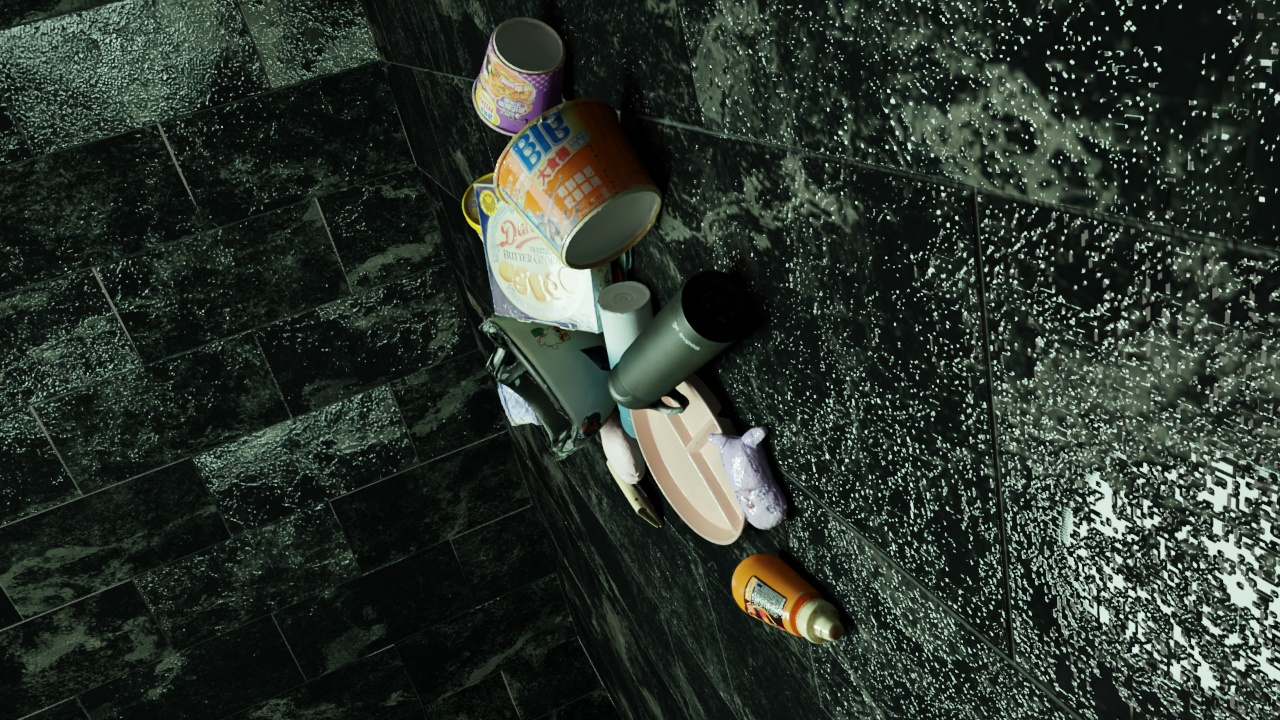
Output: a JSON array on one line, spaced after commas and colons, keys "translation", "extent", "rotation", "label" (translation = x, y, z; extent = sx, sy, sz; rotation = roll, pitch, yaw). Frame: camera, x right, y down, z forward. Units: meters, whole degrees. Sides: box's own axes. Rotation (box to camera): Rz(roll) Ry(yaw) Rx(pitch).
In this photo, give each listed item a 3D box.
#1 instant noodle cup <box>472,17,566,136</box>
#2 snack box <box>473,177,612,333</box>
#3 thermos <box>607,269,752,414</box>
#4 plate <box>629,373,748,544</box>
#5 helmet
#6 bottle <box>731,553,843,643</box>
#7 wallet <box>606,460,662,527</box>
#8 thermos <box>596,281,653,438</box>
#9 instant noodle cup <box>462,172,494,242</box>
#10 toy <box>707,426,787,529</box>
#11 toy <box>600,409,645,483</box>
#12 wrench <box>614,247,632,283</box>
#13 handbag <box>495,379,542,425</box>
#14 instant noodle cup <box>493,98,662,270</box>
[{"translation": [-0.136, -0.332, 1.061], "extent": [0.111, 0.111, 0.099], "rotation": [64, 158, 16], "label": "instant noodle cup"}, {"translation": [-0.119, -0.135, 1.146], "extent": [0.178, 0.045, 0.183], "rotation": [11, 119, 36], "label": "snack box"}, {"translation": [0.039, -0.005, 0.903], "extent": [0.090, 0.068, 0.243], "rotation": [36, 155, -3], "label": "thermos"}, {"translation": [0.057, 0.101, 1.053], "extent": [0.229, 0.028, 0.230], "rotation": [45, 149, 38], "label": "plate"}, {"translation": [-0.110, 0.007, 1.322], "extent": [0.230, 0.156, 0.275], "rotation": [49, 160, 16], "label": "helmet"}, {"translation": [0.152, 0.244, 0.923], "extent": [0.150, 0.066, 0.067], "rotation": [18, 129, 63], "label": "bottle"}, {"translation": [-0.008, 0.217, 1.478], "extent": [0.087, 0.024, 0.115], "rotation": [46, -177, -47], "label": "wallet"}, {"translation": [-0.007, 0.007, 1.140], "extent": [0.070, 0.070, 0.221], "rotation": [-127, 21, -46], "label": "thermos"}, {"translation": [-0.215, -0.224, 1.481], "extent": [0.118, 0.118, 0.114], "rotation": [60, 171, 30], "label": "instant noodle cup"}, {"translation": [0.114, 0.117, 0.914], "extent": [0.084, 0.038, 0.108], "rotation": [-19, 91, 54], "label": "toy"}, {"translation": [-0.040, 0.119, 1.432], "extent": [0.159, 0.054, 0.121], "rotation": [56, 166, 26], "label": "toy"}, {"translation": [-0.027, -0.089, 1.174], "extent": [0.274, 0.016, 0.056], "rotation": [92, 156, -56], "label": "wrench"}, {"translation": [-0.174, 0.018, 1.569], "extent": [0.193, 0.076, 0.134], "rotation": [-61, -37, -59], "label": "handbag"}, {"translation": [-0.057, -0.171, 0.927], "extent": [0.111, 0.151, 0.152], "rotation": [55, 162, 18], "label": "instant noodle cup"}]
